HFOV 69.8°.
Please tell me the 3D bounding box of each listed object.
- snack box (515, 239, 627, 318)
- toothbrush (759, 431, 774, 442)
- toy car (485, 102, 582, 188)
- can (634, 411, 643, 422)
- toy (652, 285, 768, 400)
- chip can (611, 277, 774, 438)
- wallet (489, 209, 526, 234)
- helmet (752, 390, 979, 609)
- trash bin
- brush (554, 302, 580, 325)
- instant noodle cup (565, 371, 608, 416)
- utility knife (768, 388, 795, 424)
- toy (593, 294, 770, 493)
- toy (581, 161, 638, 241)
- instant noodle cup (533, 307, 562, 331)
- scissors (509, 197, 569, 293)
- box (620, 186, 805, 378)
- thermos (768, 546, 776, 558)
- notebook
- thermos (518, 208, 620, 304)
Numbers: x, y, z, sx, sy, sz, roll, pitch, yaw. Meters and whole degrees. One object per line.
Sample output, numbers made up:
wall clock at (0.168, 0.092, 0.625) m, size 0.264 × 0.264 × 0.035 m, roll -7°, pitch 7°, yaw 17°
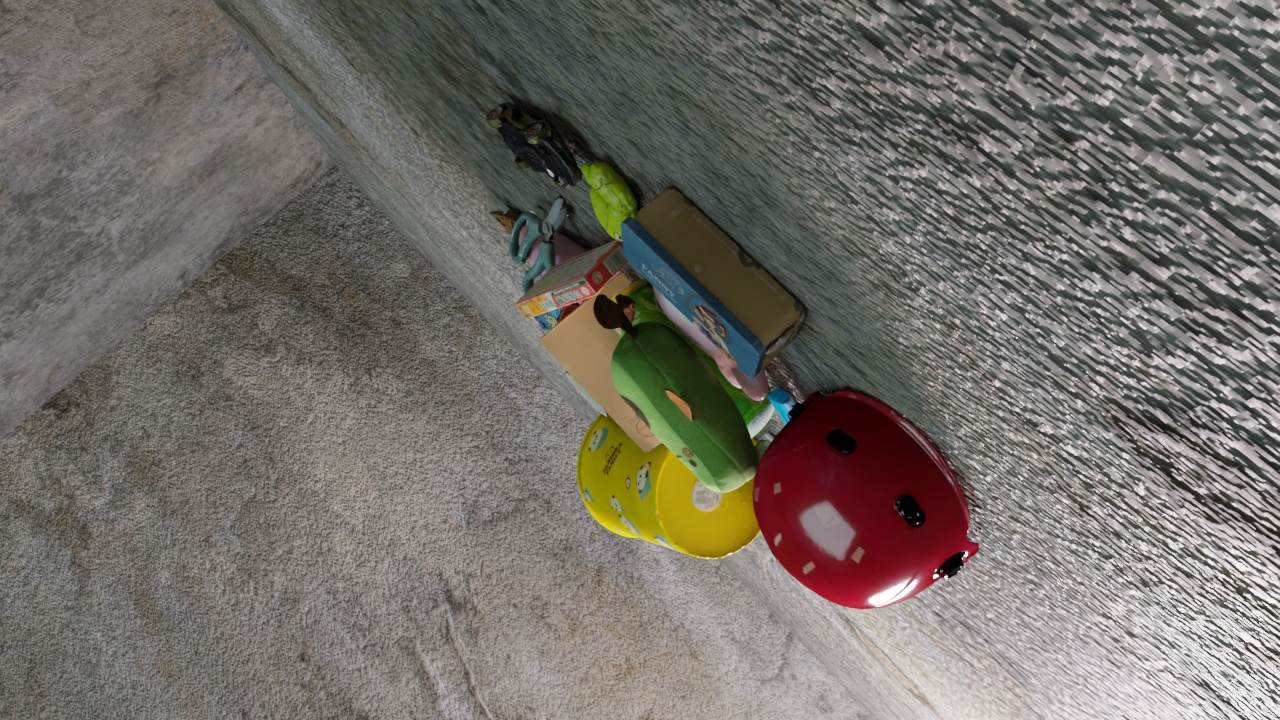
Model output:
snack box at (-0.080, -0.095, 1.076) m, size 0.027 × 0.076 × 0.156 m, roll 51°, pitch 147°, yaw -18°
toothbrush at (0.200, 0.140, 1.099) m, size 0.016 × 0.016 × 0.180 m, roll 45°, pitch 180°, yaw -44°
toy car at (-0.105, -0.221, 0.939) m, size 0.158 × 0.042 × 0.070 m, roll 38°, pitch 167°, yaw 47°
can at (0.054, 0.050, 1.126) m, size 0.102 × 0.083 × 0.057 m, roll 31°, pitch -151°, yaw -1°
toy at (0.071, -0.029, 0.912) m, size 0.159 × 0.054 × 0.121 m, roll 52°, pitch 177°, yaw -22°
chip can at (0.057, 0.002, 1.048) m, size 0.221 × 0.072 × 0.073 m, roll 45°, pitch 170°, yaw 16°
wallet at (-0.168, -0.186, 1.397) m, size 0.119 × 0.035 × 0.131 m, roll 46°, pitch 172°, yaw -33°
helmet at (0.188, 0.140, 0.845) m, size 0.207 × 0.143 × 0.240 m, roll 46°, pitch 170°, yaw 18°
trash bin at (0.054, 0.173, 1.347) m, size 0.229 × 0.229 × 0.256 m, roll 50°, pitch 165°, yaw -17°
brush at (-0.041, -0.032, 1.207) m, size 0.145 × 0.063 × 0.069 m, roll 10°, pitch -151°, yaw -24°
instant noodle cup at (-0.042, 0.013, 1.392) m, size 0.118 × 0.114 × 0.118 m, roll 45°, pitch 170°, yaw 10°
utility knife at (0.192, 0.101, 1.029) m, size 0.034 × 0.018 × 0.218 m, roll 35°, pitch 166°, yaw 48°
toy at (0.035, 0.034, 0.925) m, size 0.246 × 0.090 × 0.227 m, roll 52°, pitch -177°, yaw 5°
toy at (-0.024, -0.153, 0.902) m, size 0.096 × 0.031 × 0.100 m, roll 46°, pitch 166°, yaw 5°
instant noodle cup at (-0.086, -0.072, 1.333) m, size 0.110 × 0.099 × 0.099 m, roll 27°, pitch 159°, yaw 43°
scissors at (-0.121, -0.141, 1.172) m, size 0.180 × 0.019 × 0.143 m, roll -29°, pitch 74°, yaw 55°
box at (0.056, -0.072, 0.796) m, size 0.184 × 0.061 × 0.090 m, roll 43°, pitch 169°, yaw 15°
thermos at (0.202, 0.204, 1.206) m, size 0.093 × 0.093 × 0.143 m, roll 37°, pitch 158°, yaw 47°
notebook at (-0.007, 0.007, 1.154) m, size 0.207 × 0.148 × 0.008 m, roll 47°, pitch -157°, yaw -14°
thermos at (-0.101, -0.138, 1.218) m, size 0.198 × 0.067 × 0.087 m, roll 39°, pitch 136°, yaw 47°
